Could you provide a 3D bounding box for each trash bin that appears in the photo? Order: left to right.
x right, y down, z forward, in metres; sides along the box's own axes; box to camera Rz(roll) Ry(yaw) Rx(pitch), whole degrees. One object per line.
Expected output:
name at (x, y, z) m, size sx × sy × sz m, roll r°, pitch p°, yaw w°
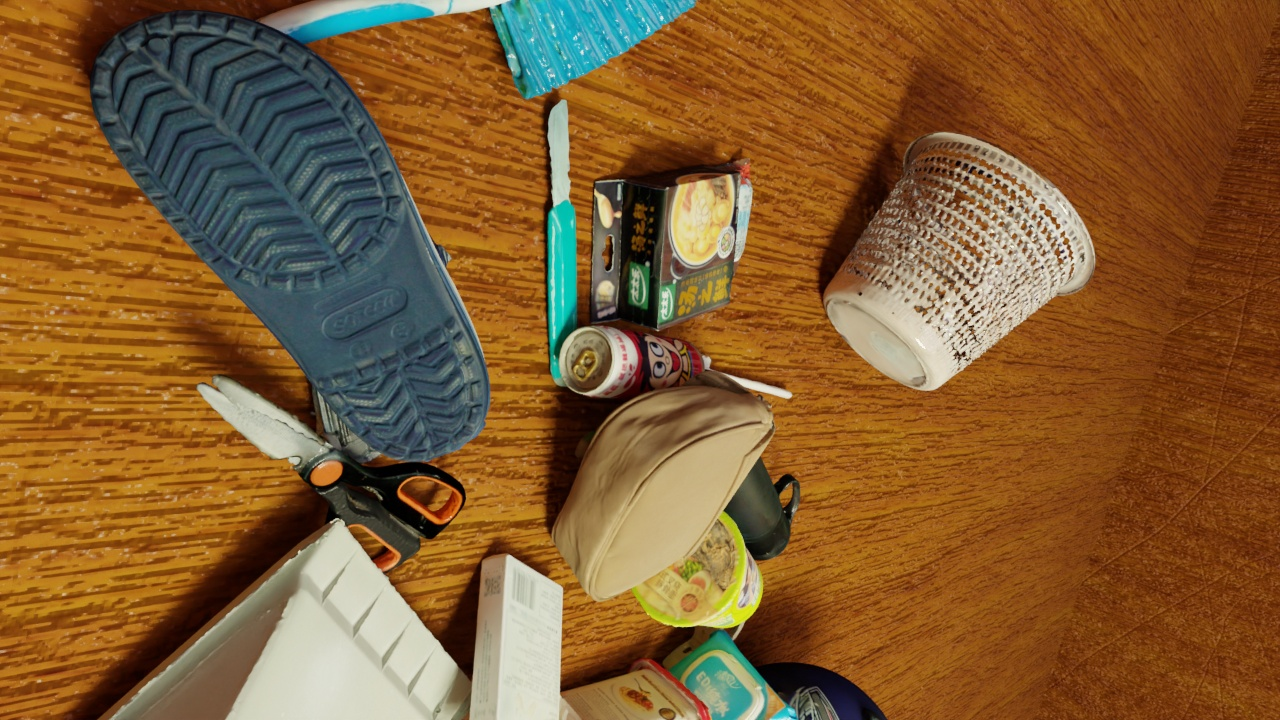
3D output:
trash bin at (0.303, -0.085, 0.935) m, size 0.192 × 0.227 × 0.227 m, roll -46°, pitch 138°, yaw -7°

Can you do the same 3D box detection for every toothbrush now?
toothbrush at (0.101, 0.017, 0.884) m, size 0.180 × 0.016 × 0.016 m, roll 17°, pitch 87°, yaw -50°

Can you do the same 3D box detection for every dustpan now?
dustpan at (-0.254, 0.258, 0.564) m, size 0.223 × 0.143 × 0.257 m, roll 69°, pitch 32°, yaw -41°

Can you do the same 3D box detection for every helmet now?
helmet at (0.156, 0.472, 0.941) m, size 0.240 × 0.248 × 0.314 m, roll 32°, pitch 43°, yaw -40°

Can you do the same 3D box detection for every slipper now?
slipper at (-0.159, -0.062, 0.473) m, size 0.105 × 0.095 × 0.253 m, roll -33°, pitch 114°, yaw -4°

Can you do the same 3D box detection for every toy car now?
toy car at (-0.175, 0.014, 0.549) m, size 0.048 × 0.031 × 0.106 m, roll -22°, pitch 126°, yaw -33°

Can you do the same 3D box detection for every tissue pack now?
tissue pack at (0.085, 0.332, 0.879) m, size 0.090 × 0.140 × 0.063 m, roll -37°, pitch 132°, yaw -10°

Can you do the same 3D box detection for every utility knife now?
utility knife at (-0.056, -0.076, 0.661) m, size 0.029 × 0.013 × 0.220 m, roll -22°, pitch 125°, yaw -40°

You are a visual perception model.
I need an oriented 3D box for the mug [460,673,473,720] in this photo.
mug at (-0.115, 0.300, 0.723) m, size 0.106 × 0.082 × 0.114 m, roll 45°, pitch 42°, yaw -51°

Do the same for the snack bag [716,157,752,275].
snack bag at (0.078, -0.119, 0.785) m, size 0.045 × 0.026 × 0.105 m, roll -26°, pitch 127°, yaw -51°

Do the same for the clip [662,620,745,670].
clip at (0.067, 0.293, 0.959) m, size 0.100 × 0.035 × 0.074 m, roll -46°, pitch 137°, yaw -18°

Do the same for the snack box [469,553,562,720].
snack box at (-0.090, 0.232, 0.684) m, size 0.085 × 0.027 × 0.156 m, roll 48°, pitch 33°, yaw -49°

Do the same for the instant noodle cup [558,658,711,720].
instant noodle cup at (-0.016, 0.346, 0.831) m, size 0.124 × 0.117 × 0.116 m, roll 7°, pitch 102°, yaw -39°

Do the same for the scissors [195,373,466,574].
scissors at (-0.171, 0.057, 0.544) m, size 0.139 × 0.021 × 0.235 m, roll -27°, pitch 142°, yaw -24°

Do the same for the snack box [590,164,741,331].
snack box at (0.022, -0.089, 0.722) m, size 0.125 × 0.053 × 0.113 m, roll -24°, pitch 124°, yaw -47°

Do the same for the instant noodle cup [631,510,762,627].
instant noodle cup at (0.061, 0.201, 0.858) m, size 0.111 × 0.112 × 0.123 m, roll -60°, pitch 148°, yaw -11°

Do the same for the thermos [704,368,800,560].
thermos at (0.092, 0.099, 0.869) m, size 0.090 × 0.068 × 0.242 m, roll -43°, pitch 137°, yaw -11°

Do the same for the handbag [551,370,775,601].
handbag at (0.011, 0.094, 0.719) m, size 0.147 × 0.099 × 0.205 m, roll -13°, pitch 145°, yaw -36°

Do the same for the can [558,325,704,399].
can at (-0.004, 0.004, 0.714) m, size 0.132 × 0.053 × 0.053 m, roll 7°, pitch 101°, yaw -57°

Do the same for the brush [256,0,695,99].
brush at (-0.087, -0.202, 0.542) m, size 0.313 × 0.061 × 0.109 m, roll -41°, pitch 128°, yaw -26°
